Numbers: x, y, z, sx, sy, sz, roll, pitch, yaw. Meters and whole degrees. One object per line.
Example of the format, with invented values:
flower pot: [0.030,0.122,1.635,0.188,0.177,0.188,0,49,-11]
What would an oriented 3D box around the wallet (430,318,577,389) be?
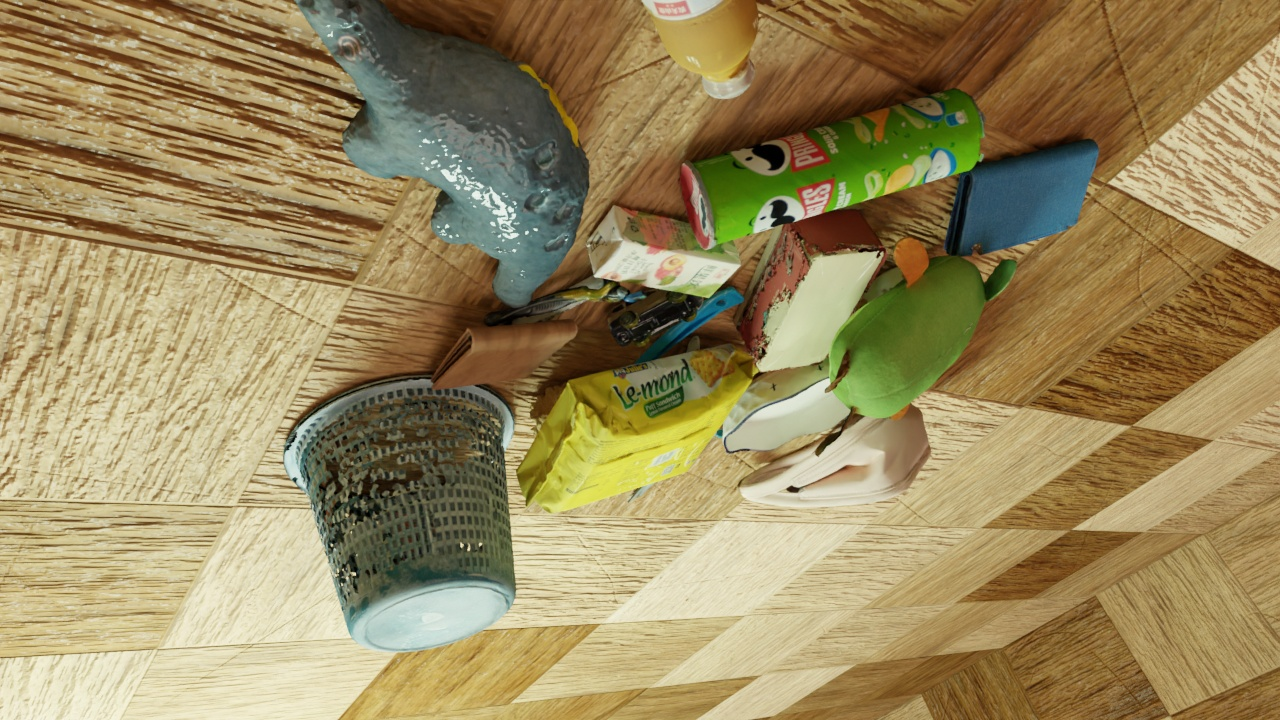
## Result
wallet: [-0.124,-0.004,0.816,0.101,0.020,0.116,-7,161,-34]

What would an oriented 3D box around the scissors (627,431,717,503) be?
scissors: [0.037,0.128,1.120,0.145,0.014,0.172,-29,159,-6]

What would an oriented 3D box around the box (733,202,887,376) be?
box: [0.157,-0.060,0.864,0.091,0.079,0.169,-7,144,-21]

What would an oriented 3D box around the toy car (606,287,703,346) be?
toy car: [0.014,-0.046,0.845,0.090,0.035,0.042,-25,148,6]

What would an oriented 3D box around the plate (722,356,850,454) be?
plate: [0.183,0.042,1.022,0.205,0.045,0.205,-17,159,-7]

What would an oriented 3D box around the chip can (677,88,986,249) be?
chip can: [0.152,-0.155,0.735,0.236,0.072,0.072,-17,146,-7]

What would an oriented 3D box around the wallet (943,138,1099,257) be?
wallet: [0.363,-0.153,0.880,0.133,0.040,0.106,-14,137,-7]

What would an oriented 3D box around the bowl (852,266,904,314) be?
bowl: [0.283,-0.046,0.969,0.113,0.062,0.114,-13,145,-9]

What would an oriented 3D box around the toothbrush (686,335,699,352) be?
toothbrush: [0.050,0.033,0.996,0.018,0.016,0.192,-20,148,-20]

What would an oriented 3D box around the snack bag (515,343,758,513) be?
snack bag: [0.001,0.069,0.906,0.245,0.068,0.158,-13,148,-40]

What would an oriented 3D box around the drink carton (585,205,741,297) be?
drink carton: [0.020,-0.091,0.775,0.122,0.045,0.054,6,143,-33]

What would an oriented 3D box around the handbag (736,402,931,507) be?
handbag: [0.226,0.126,1.128,0.235,0.093,0.192,-25,178,32]

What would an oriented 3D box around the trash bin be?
trash bin: [-0.210,0.157,0.870,0.226,0.195,0.227,-15,147,-10]

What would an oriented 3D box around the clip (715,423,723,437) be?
clip: [0.115,0.083,1.104,0.056,0.014,0.041,7,138,-33]

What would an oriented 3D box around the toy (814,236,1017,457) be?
toy: [0.242,-0.017,0.858,0.246,0.090,0.227,-37,142,-23]

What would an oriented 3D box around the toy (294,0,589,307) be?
toy: [-0.109,-0.137,0.617,0.138,0.091,0.356,-1,151,21]

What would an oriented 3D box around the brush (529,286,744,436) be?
brush: [-0.005,0.005,0.913,0.255,0.045,0.083,-37,140,16]

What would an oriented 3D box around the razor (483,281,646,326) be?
razor: [-0.067,-0.050,0.786,0.143,0.022,0.042,-10,179,7]

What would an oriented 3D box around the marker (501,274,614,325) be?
marker: [-0.082,-0.045,0.814,0.131,0.018,0.022,-27,171,9]

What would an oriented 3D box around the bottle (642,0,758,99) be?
bottle: [0.030,-0.237,0.555,0.068,0.068,0.189,-26,146,7]
